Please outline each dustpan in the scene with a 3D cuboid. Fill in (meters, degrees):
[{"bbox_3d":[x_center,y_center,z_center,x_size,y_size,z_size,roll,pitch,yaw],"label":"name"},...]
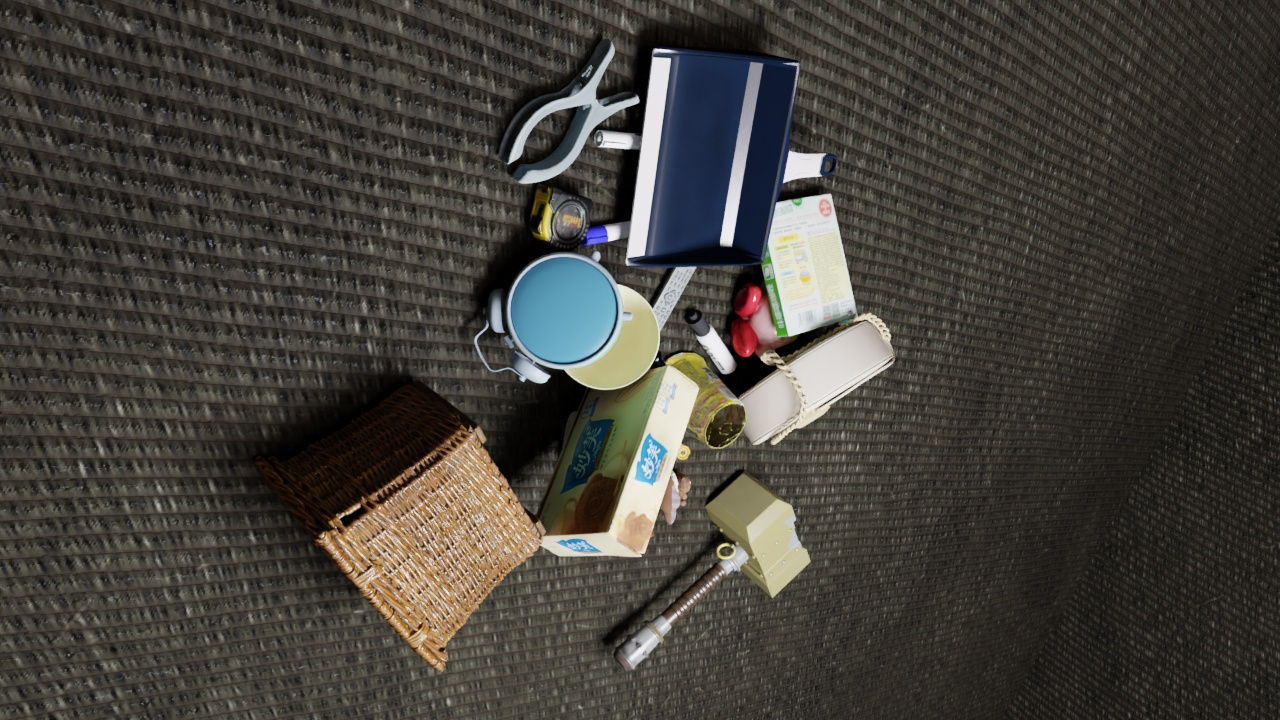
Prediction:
[{"bbox_3d":[0.119,-0.224,1.042,0.272,0.080,0.237,-17,123,-45],"label":"dustpan"}]

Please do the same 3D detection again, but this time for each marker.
[{"bbox_3d":[0.008,-0.236,0.998,0.133,0.020,0.017,-6,138,-38],"label":"marker"},{"bbox_3d":[0.092,-0.025,1.198,0.025,0.025,0.126,-47,136,-8],"label":"marker"},{"bbox_3d":[-0.006,-0.149,1.040,0.141,0.020,0.020,-15,124,-34],"label":"marker"}]

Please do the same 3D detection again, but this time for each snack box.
[{"bbox_3d":[-0.031,0.114,1.027,0.055,0.154,0.206,37,59,-29],"label":"snack box"},{"bbox_3d":[0.211,-0.124,1.181,0.131,0.027,0.168,-15,94,-34],"label":"snack box"}]

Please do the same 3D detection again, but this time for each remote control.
[{"bbox_3d":[0.031,-0.075,1.123,0.033,0.013,0.136,20,102,-46],"label":"remote control"}]

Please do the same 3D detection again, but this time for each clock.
[{"bbox_3d":[-0.096,-0.042,0.967,0.161,0.075,0.122,-28,91,0],"label":"clock"}]

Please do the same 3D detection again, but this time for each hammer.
[{"bbox_3d":[0.091,0.339,1.369,0.324,0.101,0.190,-39,135,-15],"label":"hammer"}]

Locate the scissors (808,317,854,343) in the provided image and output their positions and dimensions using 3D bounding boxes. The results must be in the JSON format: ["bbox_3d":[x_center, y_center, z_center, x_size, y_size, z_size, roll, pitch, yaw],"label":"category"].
[{"bbox_3d":[0.294,-0.045,1.363,0.148,0.019,0.122,-35,130,-26],"label":"scissors"}]

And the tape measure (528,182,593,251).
[{"bbox_3d":[-0.085,-0.148,0.964,0.067,0.038,0.063,7,103,-46],"label":"tape measure"}]

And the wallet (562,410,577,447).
[{"bbox_3d":[-0.046,0.097,1.156,0.116,0.032,0.086,2,103,-39],"label":"wallet"}]

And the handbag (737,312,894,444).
[{"bbox_3d":[0.223,0.026,1.238,0.208,0.103,0.211,-25,169,-36],"label":"handbag"}]

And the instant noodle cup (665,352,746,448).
[{"bbox_3d":[0.076,0.056,1.174,0.102,0.108,0.102,-21,129,-28],"label":"instant noodle cup"}]

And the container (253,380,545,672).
[{"bbox_3d":[-0.230,0.159,0.946,0.182,0.162,0.250,-41,135,-21],"label":"container"}]

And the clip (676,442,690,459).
[{"bbox_3d":[0.042,0.114,1.251,0.046,0.035,0.053,35,89,-28],"label":"clip"}]

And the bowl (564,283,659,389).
[{"bbox_3d":[-0.039,-0.025,1.044,0.118,0.118,0.074,-51,179,-3],"label":"bowl"}]

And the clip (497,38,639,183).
[{"bbox_3d":[-0.079,-0.252,0.909,0.163,0.028,0.108,-42,137,-14],"label":"clip"}]

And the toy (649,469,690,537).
[{"bbox_3d":[0.037,0.195,1.277,0.054,0.041,0.102,13,100,-21],"label":"toy"}]

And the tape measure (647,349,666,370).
[{"bbox_3d":[-0.007,0.006,1.113,0.071,0.042,0.072,-37,134,11],"label":"tape measure"}]

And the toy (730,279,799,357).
[{"bbox_3d":[0.180,-0.066,1.226,0.131,0.097,0.124,-2,95,-24],"label":"toy"}]
